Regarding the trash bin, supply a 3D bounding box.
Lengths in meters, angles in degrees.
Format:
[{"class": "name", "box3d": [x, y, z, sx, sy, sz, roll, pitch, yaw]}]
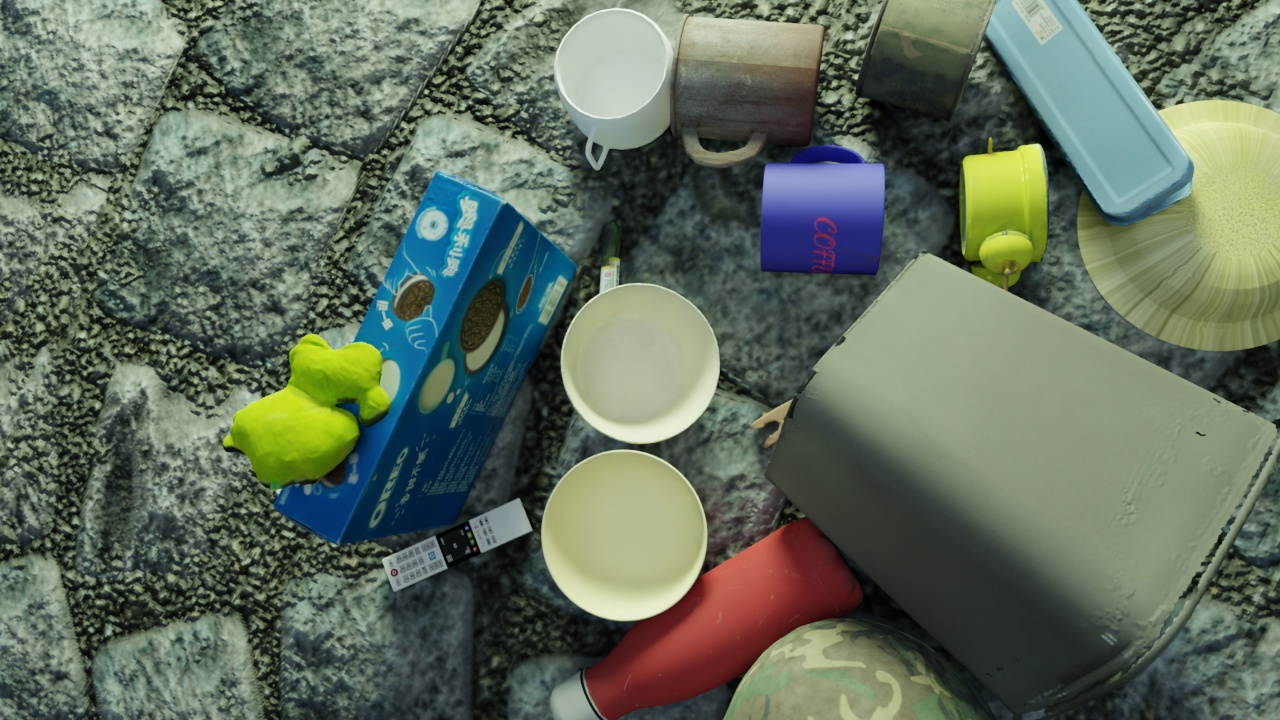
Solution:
[{"class": "trash bin", "box3d": [0.216, 0.069, 0.576, 0.220, 0.198, 0.197, 38, 64, 19]}]

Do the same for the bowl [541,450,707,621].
[{"class": "bowl", "box3d": [-0.006, 0.126, 0.676, 0.118, 0.074, 0.118, -1, 84, 10]}]

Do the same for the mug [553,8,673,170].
[{"class": "mug", "box3d": [-0.020, -0.207, 0.717, 0.094, 0.068, 0.115, 18, 87, 11]}]

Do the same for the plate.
[{"class": "plate", "box3d": [0.412, -0.101, 0.646, 0.184, 0.036, 0.184, -1, 84, 10]}]

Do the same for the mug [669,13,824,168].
[{"class": "mug", "box3d": [0.078, -0.194, 0.683, 0.110, 0.096, 0.122, 5, 70, 14]}]

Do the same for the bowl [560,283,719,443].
[{"class": "bowl", "box3d": [-0.004, 0.004, 0.684, 0.115, 0.062, 0.115, 1, 86, -9]}]

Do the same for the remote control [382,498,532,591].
[{"class": "remote control", "box3d": [-0.145, 0.147, 0.730, 0.124, 0.012, 0.028, -25, 80, 7]}]

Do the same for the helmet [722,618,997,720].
[{"class": "helmet", "box3d": [0.133, 0.289, 0.563, 0.224, 0.192, 0.237, 51, 129, 48]}]

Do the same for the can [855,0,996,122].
[{"class": "can", "box3d": [0.207, -0.228, 0.668, 0.074, 0.090, 0.090, 20, 88, 11]}]

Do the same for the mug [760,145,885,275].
[{"class": "mug", "box3d": [0.135, -0.117, 0.682, 0.083, 0.079, 0.111, 3, 56, 10]}]

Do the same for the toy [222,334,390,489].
[{"class": "toy", "box3d": [-0.195, 0.031, 0.541, 0.094, 0.036, 0.093, 6, 79, 6]}]

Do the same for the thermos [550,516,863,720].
[{"class": "thermos", "box3d": [0.041, 0.200, 0.660, 0.240, 0.073, 0.073, -32, 80, 6]}]

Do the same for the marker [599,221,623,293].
[{"class": "marker", "box3d": [-0.026, -0.036, 0.726, 0.017, 0.017, 0.146, 2, 84, 10]}]

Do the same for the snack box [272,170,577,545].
[{"class": "snack box", "box3d": [-0.138, 0.008, 0.650, 0.056, 0.195, 0.239, 26, 88, 11]}]

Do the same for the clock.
[{"class": "clock", "box3d": [0.258, -0.096, 0.649, 0.057, 0.083, 0.119, -2, 80, 15]}]

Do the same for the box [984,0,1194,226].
[{"class": "box", "box3d": [0.318, -0.192, 0.664, 0.067, 0.052, 0.209, -37, 64, 33]}]

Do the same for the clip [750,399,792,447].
[{"class": "clip", "box3d": [0.110, 0.040, 0.692, 0.049, 0.026, 0.061, 25, 96, 16]}]
